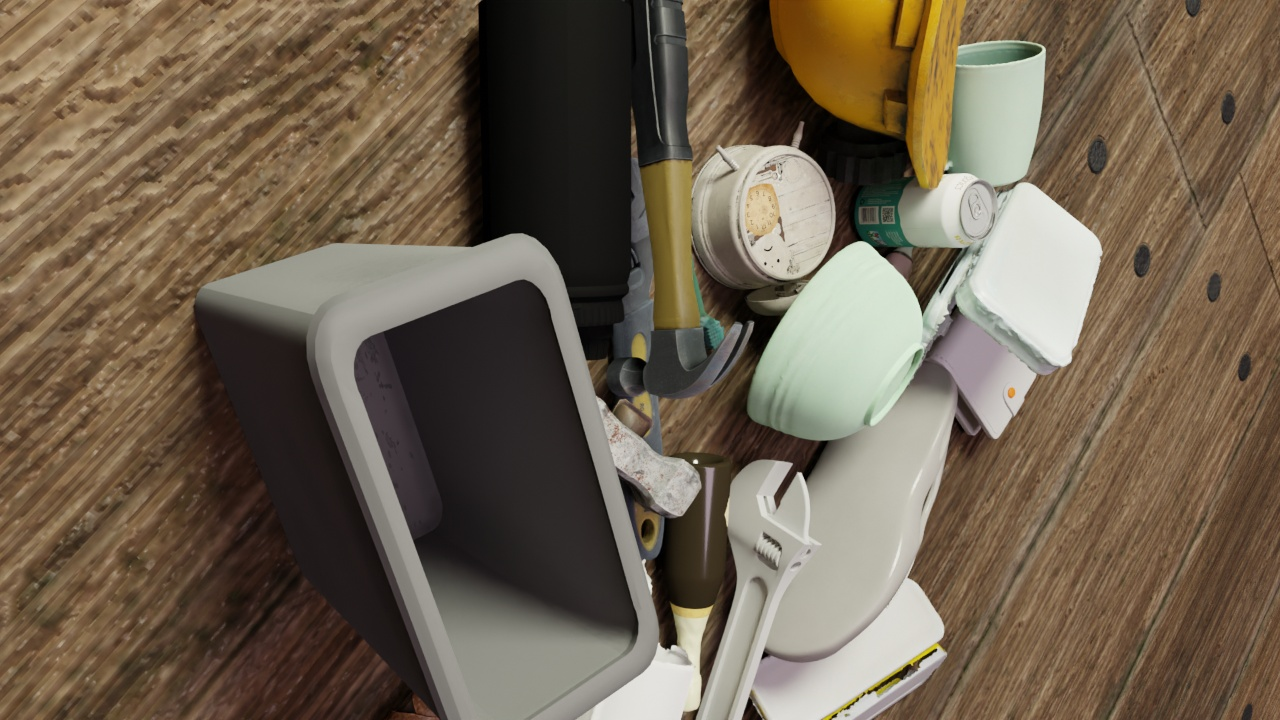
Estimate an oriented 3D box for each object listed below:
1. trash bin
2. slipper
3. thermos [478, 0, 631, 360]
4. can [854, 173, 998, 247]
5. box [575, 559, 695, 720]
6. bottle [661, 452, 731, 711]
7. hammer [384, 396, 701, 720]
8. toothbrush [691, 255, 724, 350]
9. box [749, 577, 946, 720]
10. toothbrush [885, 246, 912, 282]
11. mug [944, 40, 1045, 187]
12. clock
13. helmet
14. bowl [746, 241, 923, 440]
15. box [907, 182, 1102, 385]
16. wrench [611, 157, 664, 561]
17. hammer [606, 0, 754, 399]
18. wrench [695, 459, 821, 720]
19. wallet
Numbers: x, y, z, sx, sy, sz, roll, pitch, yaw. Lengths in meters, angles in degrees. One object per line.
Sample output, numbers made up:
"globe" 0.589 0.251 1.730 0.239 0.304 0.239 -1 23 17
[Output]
"trash bin" -0.110 0.044 0.424 0.097 0.220 0.192 -25 111 -31
"slipper" 0.179 0.124 0.725 0.080 0.113 0.265 49 63 -42
"thermos" -0.048 -0.099 0.530 0.086 0.086 0.198 -6 100 -35
"can" 0.218 -0.115 0.709 0.054 0.102 0.055 -6 100 -35
"box" -0.007 0.208 0.610 0.092 0.084 0.166 22 82 -27
"bottle" 0.037 0.160 0.654 0.045 0.045 0.184 -2 98 -36
"hammer" -0.093 0.157 0.555 0.121 0.049 0.318 38 79 -10
"toothbrush" 0.028 -0.093 0.629 0.016 0.017 0.190 -28 112 -29
"box" 0.178 0.270 0.771 0.209 0.057 0.117 -17 105 -32
"toothbrush" 0.201 -0.056 0.752 0.026 0.027 0.222 30 78 -7
"mug" 0.273 -0.199 0.758 0.111 0.084 0.104 -13 119 -6
"clock" 0.097 -0.082 0.652 0.103 0.061 0.157 -23 108 -30
"helmet" 0.156 -0.252 0.624 0.204 0.131 0.256 -53 148 -49
"bowl" 0.149 -0.001 0.651 0.150 0.077 0.151 -43 154 -27
"box" 0.276 -0.048 0.740 0.106 0.127 0.214 44 45 1
"wrench" -0.003 0.004 0.617 0.073 0.022 0.273 -8 102 -26
"hammer" 0.013 -0.143 0.539 0.025 0.118 0.333 -6 94 -38
"wrench" 0.068 0.205 0.679 0.018 0.087 0.273 10 101 -36
"wallet" 0.317 -0.004 0.839 0.115 0.038 0.118 -51 118 -19
